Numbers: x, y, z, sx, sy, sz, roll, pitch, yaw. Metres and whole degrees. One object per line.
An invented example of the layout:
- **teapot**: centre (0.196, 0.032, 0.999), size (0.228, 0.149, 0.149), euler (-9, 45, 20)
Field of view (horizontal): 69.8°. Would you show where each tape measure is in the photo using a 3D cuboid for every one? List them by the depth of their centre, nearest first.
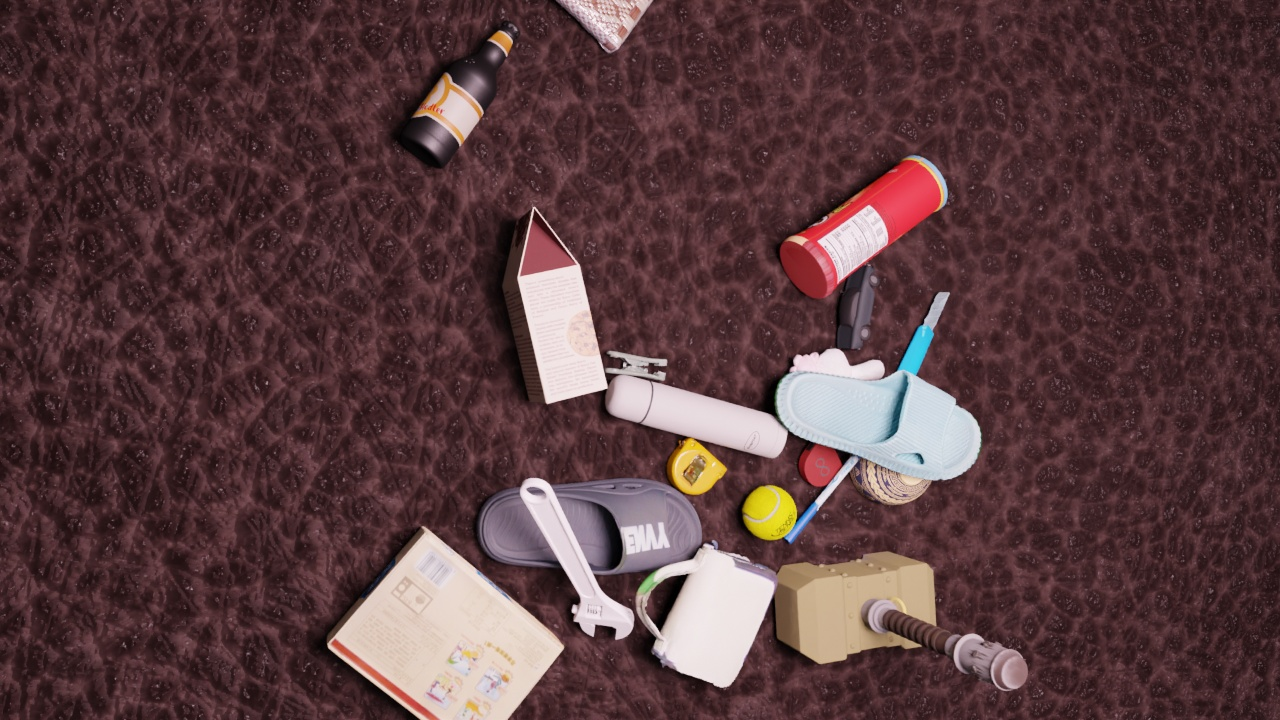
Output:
- **tape measure**: centre (0.062, 0.131, 1.109), size (0.068, 0.030, 0.058), euler (43, 75, -12)
- **tape measure**: centre (0.225, 0.129, 1.167), size (0.051, 0.019, 0.059), euler (-33, 107, -14)

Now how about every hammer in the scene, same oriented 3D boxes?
- **hammer**: centre (0.306, 0.302, 1.030), size (0.190, 0.325, 0.100), euler (-3, 90, -18)

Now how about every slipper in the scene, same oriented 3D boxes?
- **slipper**: centre (-0.049, 0.190, 1.045), size (0.268, 0.083, 0.110), euler (4, 86, -17)
- **slipper**: centre (0.297, 0.071, 1.112), size (0.276, 0.070, 0.115), euler (15, 70, -8)

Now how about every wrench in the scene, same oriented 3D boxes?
- **wrench**: centre (-0.071, 0.221, 0.995), size (0.066, 0.018, 0.273), euler (-9, 129, 16)

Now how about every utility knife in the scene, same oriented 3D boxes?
- **utility knife**: centre (0.363, -0.002, 1.217), size (0.031, 0.015, 0.206), euler (29, 84, -17)

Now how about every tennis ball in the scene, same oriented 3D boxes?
- **tennis ball**: centre (0.157, 0.186, 1.120), size (0.065, 0.065, 0.065), euler (0, 89, -18)

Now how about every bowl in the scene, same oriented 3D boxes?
- **bowl**: centre (0.332, 0.134, 1.174), size (0.112, 0.061, 0.112), euler (-1, 95, -16)

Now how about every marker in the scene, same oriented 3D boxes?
- **marker**: centre (0.230, 0.173, 1.160), size (0.013, 0.013, 0.142), euler (41, 87, -13)

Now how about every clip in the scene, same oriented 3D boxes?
- **clip**: centre (-0.006, 0.007, 1.093), size (0.076, 0.023, 0.043), euler (9, 85, -20)

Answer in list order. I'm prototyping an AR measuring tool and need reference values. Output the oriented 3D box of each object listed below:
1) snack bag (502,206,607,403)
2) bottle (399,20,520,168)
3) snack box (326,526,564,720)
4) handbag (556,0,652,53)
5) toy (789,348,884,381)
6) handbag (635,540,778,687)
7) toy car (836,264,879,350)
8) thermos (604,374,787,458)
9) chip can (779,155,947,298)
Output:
- **snack bag**: centre (-0.105, -0.061, 1.022), size (0.069, 0.094, 0.206), euler (-14, 93, -18)
- **bottle**: centre (-0.192, -0.301, 1.017), size (0.059, 0.059, 0.181), euler (35, 79, -15)
- **snack box**: centre (-0.210, 0.307, 1.003), size (0.207, 0.055, 0.153), euler (43, 77, -13)
- **handbag**: centre (-0.029, -0.471, 1.081), size (0.124, 0.047, 0.185), euler (38, 78, -22)
- **toy**: centre (0.245, 0.023, 1.167), size (0.125, 0.037, 0.076), euler (12, 89, -12)
- **handbag**: centre (0.059, 0.283, 1.070), size (0.176, 0.074, 0.151), euler (27, 86, -35)
- **toy car**: centre (0.275, -0.068, 1.174), size (0.034, 0.046, 0.112), euler (11, 87, -23)
- **thermos**: centre (0.066, 0.067, 1.098), size (0.224, 0.052, 0.052), euler (16, 84, -18)
- **chip can**: centre (0.282, -0.170, 1.157), size (0.213, 0.087, 0.087), euler (-36, 100, -16)
